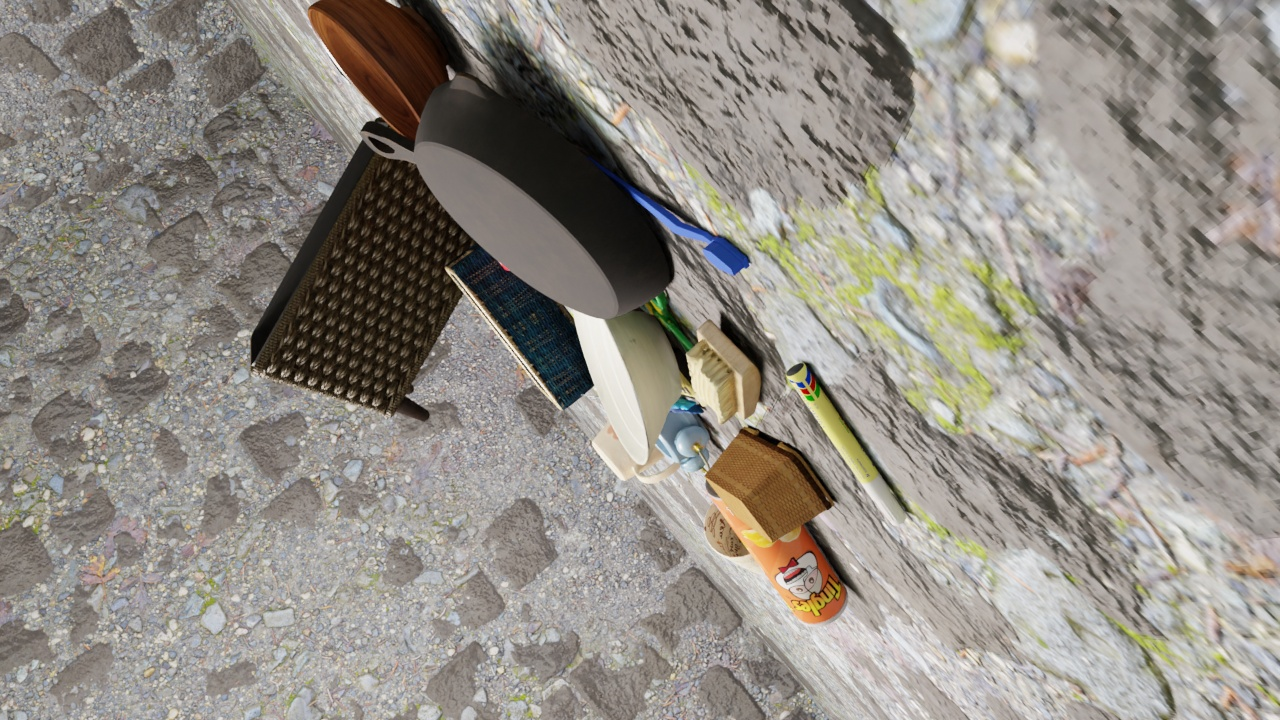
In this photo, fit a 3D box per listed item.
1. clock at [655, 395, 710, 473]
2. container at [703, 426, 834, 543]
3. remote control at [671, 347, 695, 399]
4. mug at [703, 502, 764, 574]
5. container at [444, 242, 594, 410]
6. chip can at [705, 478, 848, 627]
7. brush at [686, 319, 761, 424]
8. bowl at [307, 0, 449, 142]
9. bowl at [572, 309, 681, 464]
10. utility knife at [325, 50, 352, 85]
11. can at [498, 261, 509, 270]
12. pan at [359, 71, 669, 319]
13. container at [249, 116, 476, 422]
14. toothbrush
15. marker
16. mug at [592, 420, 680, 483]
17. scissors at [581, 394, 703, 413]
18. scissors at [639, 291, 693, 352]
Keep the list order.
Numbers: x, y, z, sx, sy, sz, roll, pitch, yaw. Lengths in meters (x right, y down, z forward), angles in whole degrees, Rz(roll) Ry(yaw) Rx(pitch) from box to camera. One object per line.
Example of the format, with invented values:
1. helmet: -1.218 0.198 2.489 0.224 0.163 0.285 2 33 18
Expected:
1. clock: 0.041 0.080 1.033 0.124 0.051 0.089 47 169 24
2. container: 0.106 0.108 0.794 0.063 0.061 0.114 53 171 -17
3. remote control: 0.032 0.011 0.916 0.058 0.013 0.133 52 171 -10
4. mug: 0.144 0.205 1.038 0.122 0.081 0.097 11 157 32
5. container: -0.125 -0.047 1.004 0.187 0.071 0.145 53 172 -16
6. chip can: 0.141 0.184 0.930 0.210 0.062 0.062 55 170 -29
7. brush: 0.062 0.013 0.697 0.049 0.039 0.117 48 170 20
8. bowl: -0.210 -0.263 0.798 0.147 0.068 0.147 43 168 11
9. bowl: -0.005 0.005 0.855 0.177 0.057 0.176 159 90 -77
10. utility knife: -0.302 -0.300 0.990 0.171 0.020 0.029 43 167 34
11. can: -0.138 -0.156 0.873 0.142 0.074 0.074 51 171 -3
12. pan: -0.130 -0.133 0.739 0.356 0.043 0.249 27 162 36
13. container: -0.295 -0.098 1.105 0.205 0.321 0.176 29 -178 -27
14. toothbrush: 0.008 -0.098 0.593 0.187 0.011 0.016 42 168 44
15. marker: 0.135 0.056 0.593 0.132 0.014 0.014 53 171 -17
16. mug: 0.007 0.100 1.114 0.111 0.104 0.085 45 171 39
17. scissors: 0.004 0.046 0.958 0.135 0.015 0.086 2 173 25
18. scissors: 0.018 -0.038 0.790 0.129 0.012 0.119 57 170 -29
